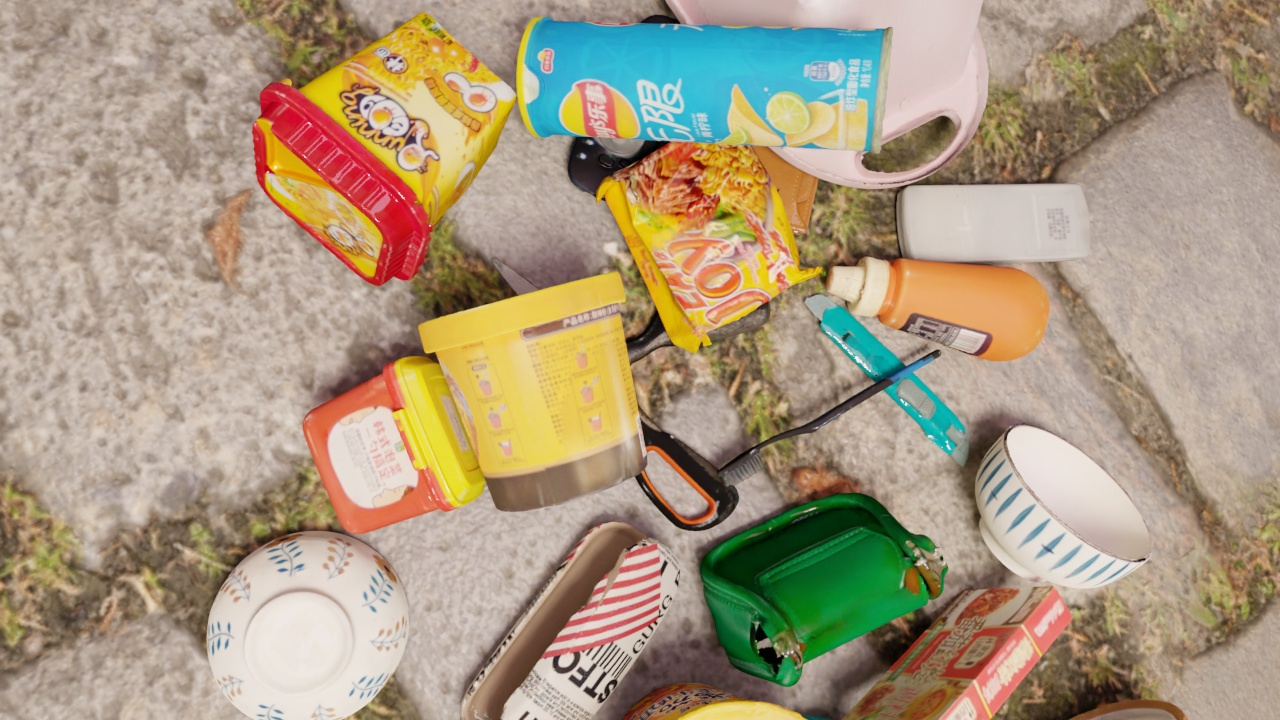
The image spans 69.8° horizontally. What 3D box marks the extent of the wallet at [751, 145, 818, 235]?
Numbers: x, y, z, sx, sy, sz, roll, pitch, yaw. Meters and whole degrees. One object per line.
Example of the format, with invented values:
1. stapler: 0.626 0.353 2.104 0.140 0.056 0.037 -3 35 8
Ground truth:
1. wallet: 0.079 -0.161 0.635 0.108 0.031 0.131 17 82 -9

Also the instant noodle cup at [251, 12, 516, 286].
1. instant noodle cup: -0.146 -0.128 0.544 0.116 0.116 0.123 41 65 -5

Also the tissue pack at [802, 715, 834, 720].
1. tissue pack: 0.157 0.290 0.594 0.133 0.050 0.093 13 81 -12

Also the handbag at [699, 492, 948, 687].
1. handbag: 0.109 0.138 0.565 0.131 0.120 0.068 -22 95 -16

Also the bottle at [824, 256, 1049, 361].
1. bottle: 0.201 -0.042 0.636 0.149 0.067 0.066 11 82 -4

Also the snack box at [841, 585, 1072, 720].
1. snack box: 0.200 0.194 0.578 0.152 0.075 0.025 -29 91 -34

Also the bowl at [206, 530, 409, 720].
1. bowl: -0.191 0.156 0.524 0.113 0.062 0.113 2 82 -12

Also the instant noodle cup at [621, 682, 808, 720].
1. instant noodle cup: 0.040 0.257 0.541 0.138 0.110 0.138 1 84 -13

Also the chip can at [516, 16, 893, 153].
1. chip can: 0.037 -0.163 0.540 0.210 0.071 0.071 6 82 13

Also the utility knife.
1. utility knife: 0.177 0.012 0.647 0.166 0.013 0.029 43 72 -6

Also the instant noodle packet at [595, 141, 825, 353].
1. instant noodle packet: 0.044 -0.082 0.587 0.110 0.044 0.128 -29 92 -7

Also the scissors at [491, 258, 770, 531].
1. scissors: -0.003 0.008 0.602 0.220 0.022 0.233 -39 94 -14

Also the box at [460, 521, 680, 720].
1. box: -0.045 0.174 0.568 0.163 0.082 0.075 -54 131 -13

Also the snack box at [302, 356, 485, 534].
1. snack box: -0.143 0.051 0.534 0.080 0.082 0.091 -22 89 4

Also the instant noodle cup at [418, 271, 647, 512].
1. instant noodle cup: -0.054 0.018 0.529 0.118 0.118 0.114 -17 95 -14

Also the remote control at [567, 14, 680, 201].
1. remote control: -0.005 -0.168 0.618 0.053 0.024 0.136 27 82 -5

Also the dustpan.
1. dustpan: 0.120 -0.253 0.642 0.222 0.139 0.273 -26 57 -18

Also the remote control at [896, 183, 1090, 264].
1. remote control: 0.259 -0.100 0.673 0.150 0.021 0.058 -3 85 -13

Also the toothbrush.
1. toothbrush: 0.132 0.036 0.618 0.189 0.014 0.016 -27 96 -18

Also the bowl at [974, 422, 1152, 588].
1. bowl: 0.275 0.107 0.622 0.116 0.116 0.066 26 123 -9

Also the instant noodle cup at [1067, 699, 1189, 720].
1. instant noodle cup: 0.325 0.297 0.596 0.137 0.138 0.108 -26 82 -14
